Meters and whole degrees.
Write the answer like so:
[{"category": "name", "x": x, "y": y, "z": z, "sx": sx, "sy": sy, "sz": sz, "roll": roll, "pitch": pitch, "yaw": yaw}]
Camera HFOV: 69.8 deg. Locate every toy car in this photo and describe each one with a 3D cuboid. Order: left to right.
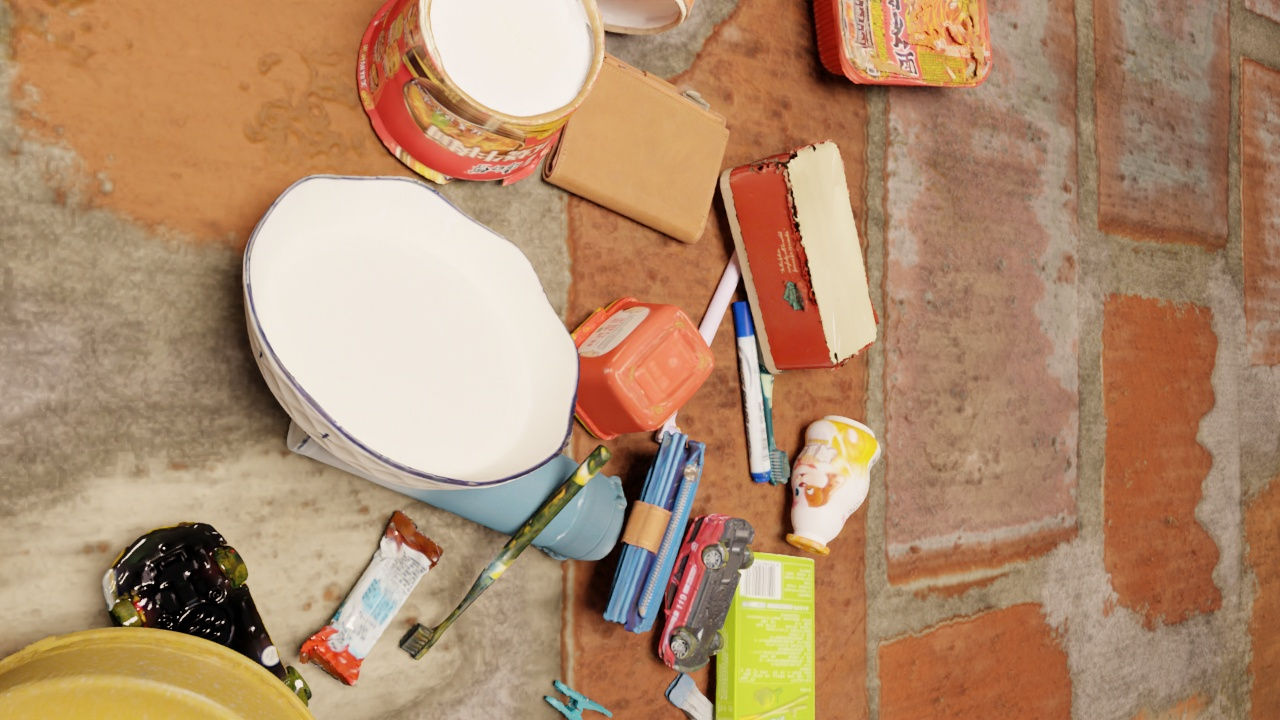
[{"category": "toy car", "x": -0.236, "y": 0.159, "z": 0.500, "sx": 0.071, "sy": 0.041, "sz": 0.156, "roll": -31, "pitch": 111, "yaw": -41}, {"category": "toy car", "x": 0.046, "y": 0.171, "z": 0.680, "sx": 0.053, "sy": 0.045, "sz": 0.120, "roll": 22, "pitch": 86, "yaw": -52}]

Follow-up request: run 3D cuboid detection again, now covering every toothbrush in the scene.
[{"category": "toothbrush", "x": -0.085, "y": 0.118, "z": 0.566, "sx": 0.017, "sy": 0.012, "sz": 0.186, "roll": 40, "pitch": 100, "yaw": -21}, {"category": "toothbrush", "x": 0.054, "y": -0.021, "z": 0.707, "sx": 0.189, "sy": 0.021, "sz": 0.029, "roll": -67, "pitch": 150, "yaw": -17}, {"category": "toothbrush", "x": 0.103, "y": 0.007, "z": 0.740, "sx": 0.016, "sy": 0.018, "sz": 0.191, "roll": -9, "pitch": 94, "yaw": -44}]

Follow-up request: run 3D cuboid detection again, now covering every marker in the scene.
[{"category": "marker", "x": 0.089, "y": 0.025, "z": 0.732, "sx": 0.016, "sy": 0.017, "sz": 0.146, "roll": -9, "pitch": 94, "yaw": -33}]

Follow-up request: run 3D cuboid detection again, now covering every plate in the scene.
[{"category": "plate", "x": -0.128, "y": -0.014, "z": 0.524, "sx": 0.204, "sy": 0.046, "sz": 0.204, "roll": 29, "pitch": 41, "yaw": -30}]

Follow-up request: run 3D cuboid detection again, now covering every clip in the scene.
[{"category": "clip", "x": -0.044, "y": 0.244, "z": 0.644, "sx": 0.056, "sy": 0.014, "sz": 0.041, "roll": 47, "pitch": 65, "yaw": -25}, {"category": "clip", "x": 0.044, "y": 0.264, "z": 0.696, "sx": 0.057, "sy": 0.028, "sz": 0.024, "roll": 51, "pitch": 59, "yaw": -12}]

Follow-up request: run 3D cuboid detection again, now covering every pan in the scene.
[{"category": "pan", "x": -0.187, "y": 0.264, "z": 0.478, "sx": 0.357, "sy": 0.078, "sz": 0.198, "roll": 34, "pitch": 98, "yaw": -14}]

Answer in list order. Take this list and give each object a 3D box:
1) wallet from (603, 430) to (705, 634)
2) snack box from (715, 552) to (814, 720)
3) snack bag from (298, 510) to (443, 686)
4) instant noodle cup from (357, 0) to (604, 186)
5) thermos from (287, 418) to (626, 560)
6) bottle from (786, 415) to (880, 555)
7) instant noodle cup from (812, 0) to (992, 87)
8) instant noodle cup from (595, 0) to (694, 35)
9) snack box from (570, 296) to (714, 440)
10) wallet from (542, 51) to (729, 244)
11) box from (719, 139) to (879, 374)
[{"category": "wallet", "x": 0.011, "y": 0.121, "z": 0.640, "sx": 0.040, "sy": 0.106, "sz": 0.133, "roll": 16, "pitch": 77, "yaw": 11}, {"category": "snack box", "x": 0.098, "y": 0.229, "z": 0.712, "sx": 0.085, "sy": 0.026, "sz": 0.156, "roll": 13, "pitch": 71, "yaw": -33}, {"category": "snack bag", "x": -0.161, "y": 0.145, "z": 0.556, "sx": 0.045, "sy": 0.026, "sz": 0.105, "roll": 48, "pitch": 56, "yaw": -25}, {"category": "instant noodle cup", "x": -0.092, "y": -0.184, "z": 0.554, "sx": 0.137, "sy": 0.109, "sz": 0.138, "roll": 1, "pitch": 87, "yaw": -26}, {"category": "thermos", "x": -0.106, "y": 0.069, "z": 0.576, "sx": 0.220, "sy": 0.070, "sz": 0.070, "roll": 30, "pitch": 73, "yaw": -30}, {"category": "bottle", "x": 0.152, "y": 0.101, "z": 0.743, "sx": 0.063, "sy": 0.063, "sz": 0.108, "roll": 31, "pitch": 72, "yaw": -29}, {"category": "instant noodle cup", "x": 0.215, "y": -0.310, "z": 0.781, "sx": 0.188, "sy": 0.079, "sz": 0.164, "roll": -8, "pitch": 94, "yaw": -32}, {"category": "instant noodle cup", "x": -0.015, "y": -0.290, "z": 0.598, "sx": 0.151, "sy": 0.151, "sz": 0.111, "roll": 13, "pitch": 90, "yaw": -32}, {"category": "snack box", "x": -0.004, "y": 0.004, "z": 0.633, "sx": 0.091, "sy": 0.080, "sz": 0.082, "roll": -46, "pitch": 112, "yaw": -25}, {"category": "wallet", "x": 0.001, "y": -0.157, "z": 0.668, "sx": 0.131, "sy": 0.031, "sz": 0.107, "roll": 18, "pitch": 83, "yaw": -31}, {"category": "box", "x": 0.133, "y": -0.081, "z": 0.713, "sx": 0.091, "sy": 0.079, "sz": 0.168, "roll": -28, "pitch": 107, "yaw": -45}]
